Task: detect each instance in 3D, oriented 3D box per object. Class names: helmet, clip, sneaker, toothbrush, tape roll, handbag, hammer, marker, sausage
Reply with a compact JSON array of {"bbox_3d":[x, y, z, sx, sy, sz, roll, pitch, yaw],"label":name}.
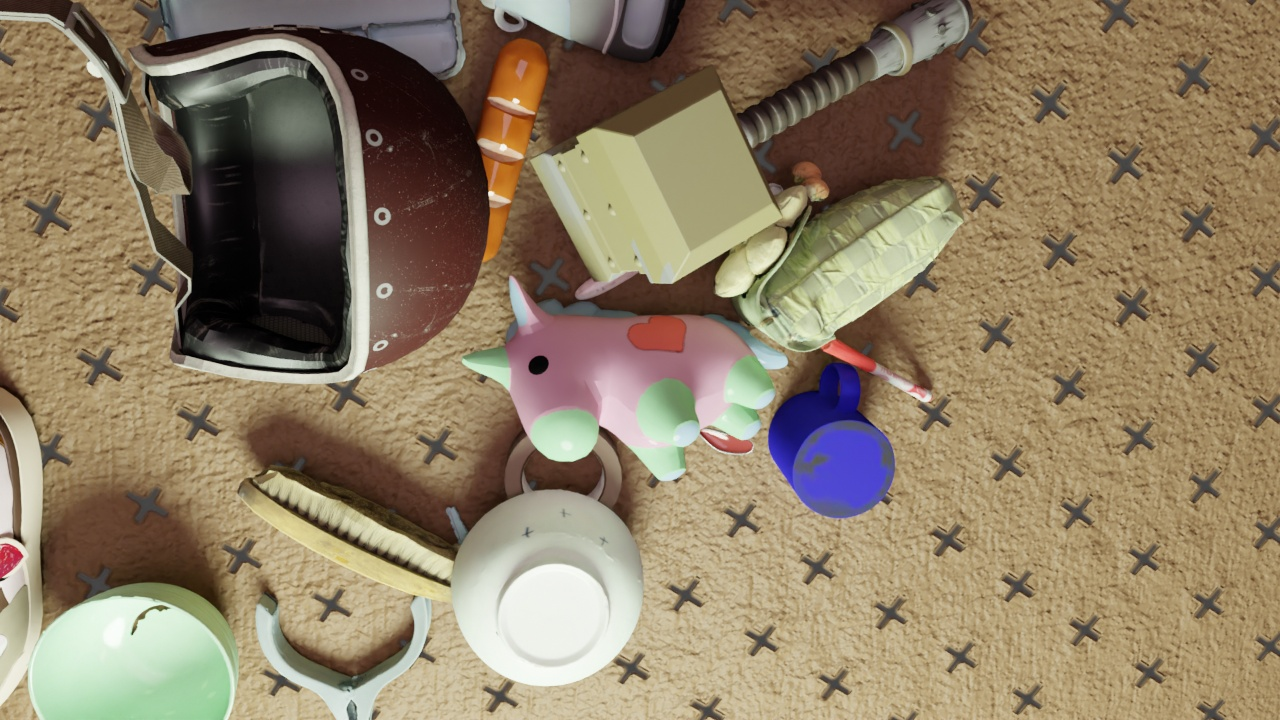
[{"bbox_3d":[-0.221,-0.104,0.572,0.253,0.234,0.234,-4,115,-20],"label":"helmet"},{"bbox_3d":[-0.265,0.239,0.766,0.164,0.031,0.169,24,99,-8],"label":"clip"},{"bbox_3d":[-0.522,0.169,0.679,0.111,0.116,0.294,15,102,-9],"label":"sneaker"},{"bbox_3d":[0.029,-0.092,0.715,0.181,0.018,0.016,-28,101,3],"label":"toothbrush"},{"bbox_3d":[-0.063,0.091,0.744,0.093,0.030,0.094,-1,104,-5],"label":"tape roll"},{"bbox_3d":[0.139,-0.090,0.679,0.186,0.113,0.117,-34,102,0],"label":"handbag"},{"bbox_3d":[-0.025,-0.340,0.604,0.160,0.092,0.257,15,113,2],"label":"sneaker"},{"bbox_3d":[0.103,-0.177,0.641,0.324,0.190,0.101,-32,105,-15],"label":"hammer"},{"bbox_3d":[0.189,0.009,0.726,0.142,0.013,0.013,23,102,-37],"label":"marker"},{"bbox_3d":[-0.104,-0.152,0.673,0.039,0.044,0.164,13,105,-19],"label":"sausage"}]

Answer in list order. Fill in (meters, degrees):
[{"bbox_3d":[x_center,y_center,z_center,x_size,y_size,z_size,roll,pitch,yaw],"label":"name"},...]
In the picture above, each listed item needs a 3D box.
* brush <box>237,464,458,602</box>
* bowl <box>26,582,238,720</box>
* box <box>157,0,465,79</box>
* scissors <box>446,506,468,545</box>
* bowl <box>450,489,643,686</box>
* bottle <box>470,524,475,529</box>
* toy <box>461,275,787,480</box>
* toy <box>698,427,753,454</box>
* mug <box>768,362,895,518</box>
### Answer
[{"bbox_3d":[-0.222,0.137,0.728,0.195,0.059,0.043,29,89,-10],"label":"brush"},{"bbox_3d":[-0.388,0.238,0.728,0.151,0.077,0.151,-1,104,-5],"label":"bowl"},{"bbox_3d":[-0.232,-0.230,0.624,0.211,0.129,0.106,-6,113,2],"label":"box"},{"bbox_3d":[-0.133,0.182,0.773,0.055,0.015,0.136,-22,99,-1],"label":"scissors"},{"bbox_3d":[-0.068,0.181,0.702,0.153,0.073,0.153,-1,96,-8],"label":"bowl"},{"bbox_3d":[-0.083,0.170,0.757,0.130,0.040,0.040,31,99,-11],"label":"bottle"},{"bbox_3d":[-0.004,0.004,0.691,0.221,0.171,0.120,-24,149,-29],"label":"toy"},{"bbox_3d":[0.036,0.049,0.742,0.111,0.030,0.049,7,75,-4],"label":"toy"},{"bbox_3d":[0.152,0.057,0.727,0.079,0.083,0.111,7,103,-7],"label":"mug"}]
